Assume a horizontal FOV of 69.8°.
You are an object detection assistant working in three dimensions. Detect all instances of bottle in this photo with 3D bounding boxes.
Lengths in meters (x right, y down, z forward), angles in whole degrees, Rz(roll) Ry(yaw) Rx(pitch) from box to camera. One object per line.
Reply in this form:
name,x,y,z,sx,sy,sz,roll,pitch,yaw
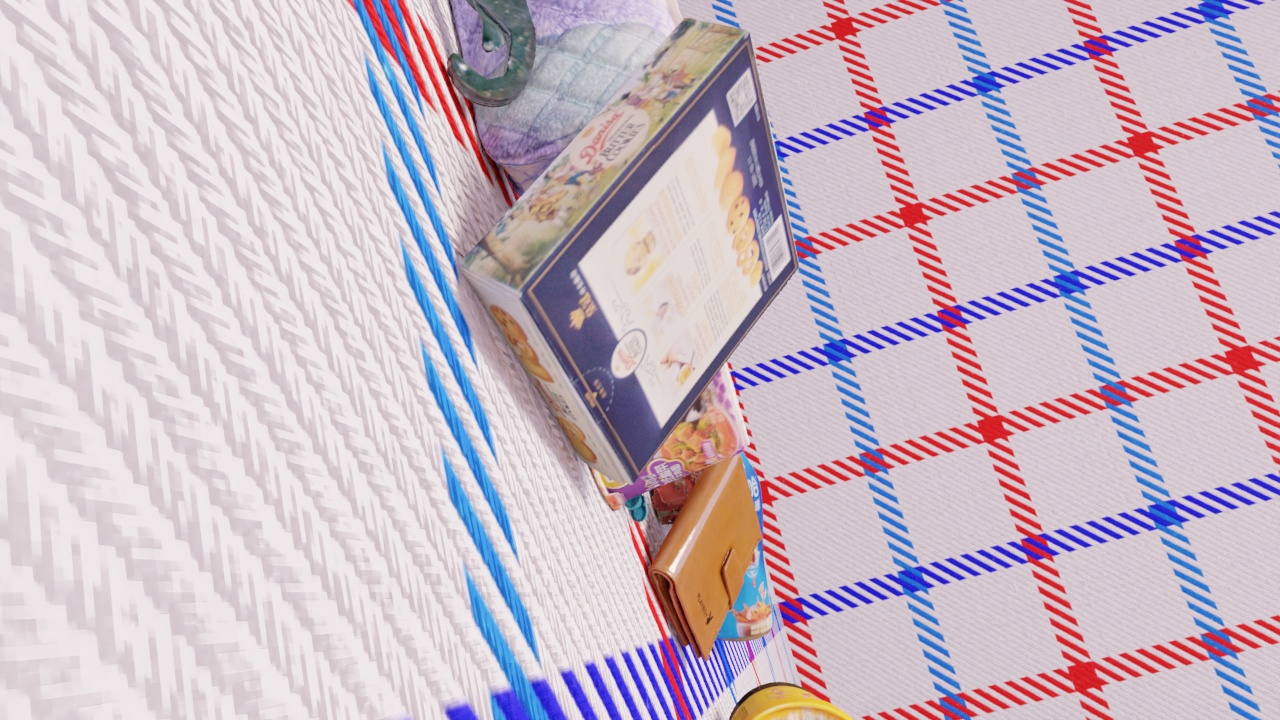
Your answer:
bottle,0.086,0.154,0.879,0.065,0.065,0.218,-42,126,-83

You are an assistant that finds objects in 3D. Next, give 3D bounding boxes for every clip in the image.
clip,-0.006,0.088,0.659,0.047,0.014,0.057,64,11,-46

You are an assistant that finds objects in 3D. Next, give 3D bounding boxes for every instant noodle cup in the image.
instant noodle cup,0.015,0.032,0.608,0.111,0.099,0.111,-15,89,-85
instant noodle cup,0.118,0.315,0.725,0.114,0.118,0.118,96,-22,-85

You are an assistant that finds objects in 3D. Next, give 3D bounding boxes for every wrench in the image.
wrench,-0.115,-0.272,0.511,0.016,0.056,0.273,-22,-94,62

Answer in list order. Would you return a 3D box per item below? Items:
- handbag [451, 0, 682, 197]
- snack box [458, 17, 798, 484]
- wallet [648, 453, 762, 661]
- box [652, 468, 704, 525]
handbag,-0.040,-0.197,0.566,0.075,0.134,0.193,52,22,-68
snack box,0.009,-0.050,0.490,0.046,0.182,0.178,27,-22,32
wallet,0.055,0.148,0.711,0.131,0.031,0.108,-54,135,-42
box,0.031,0.061,0.817,0.091,0.076,0.168,46,36,-77
